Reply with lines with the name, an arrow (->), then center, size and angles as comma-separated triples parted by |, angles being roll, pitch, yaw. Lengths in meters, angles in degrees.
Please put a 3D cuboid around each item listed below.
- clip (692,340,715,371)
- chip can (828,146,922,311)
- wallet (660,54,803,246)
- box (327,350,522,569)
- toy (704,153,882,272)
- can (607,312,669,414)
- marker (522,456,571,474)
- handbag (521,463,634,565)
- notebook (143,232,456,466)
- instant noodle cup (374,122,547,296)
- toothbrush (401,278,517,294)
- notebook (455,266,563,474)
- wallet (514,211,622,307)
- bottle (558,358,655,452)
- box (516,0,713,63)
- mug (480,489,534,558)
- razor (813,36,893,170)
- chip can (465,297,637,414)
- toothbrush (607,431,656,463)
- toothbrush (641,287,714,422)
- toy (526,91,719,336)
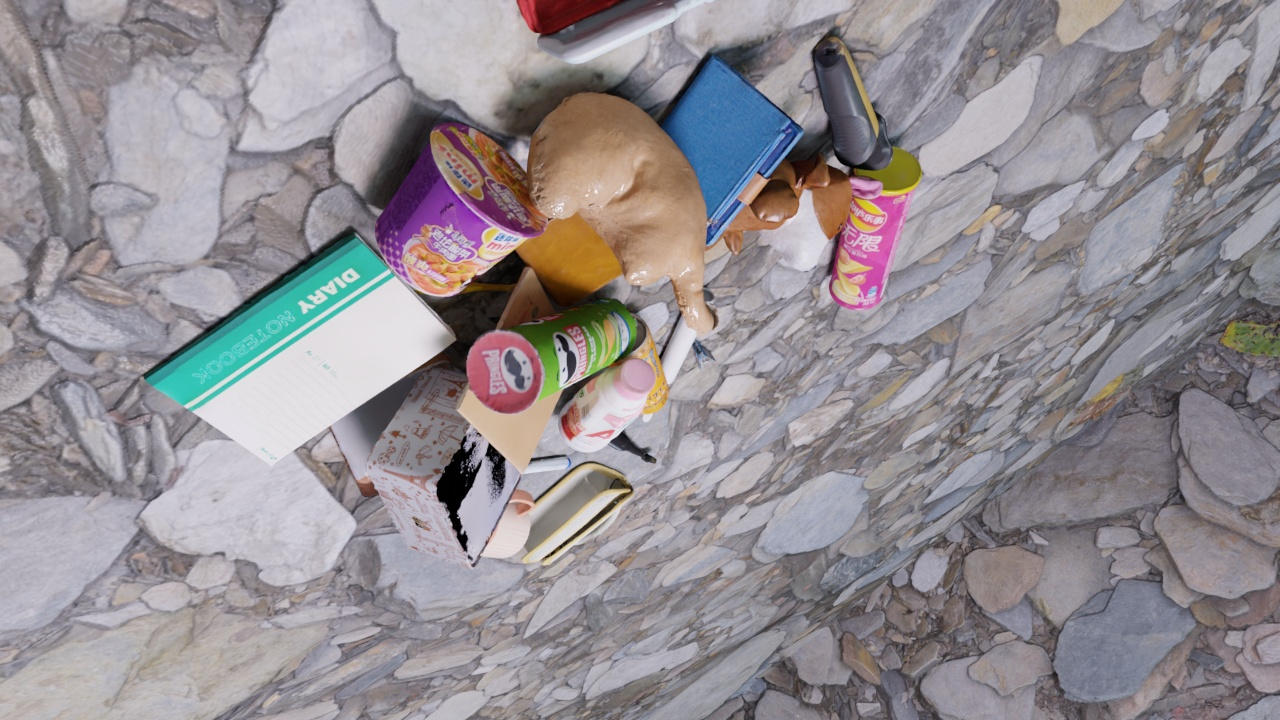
clip -> 0.075, -0.006, 1.138 | 0.028, 0.024, 0.057 | -32, 156, 3
chip can -> 0.268, -0.148, 1.071 | 0.071, 0.071, 0.211 | -25, 149, -15
wallet -> 0.064, -0.182, 0.804 | 0.133, 0.106, 0.040 | -51, 172, 26
box -> -0.226, 0.087, 0.922 | 0.182, 0.168, 0.150 | 86, 23, -51
toy -> 0.143, -0.150, 0.907 | 0.140, 0.130, 0.199 | -12, 179, 40
can -> -0.006, 0.006, 1.040 | 0.058, 0.058, 0.146 | -31, 149, -6
marker -> -0.146, 0.132, 1.127 | 0.145, 0.017, 0.017 | -2, 137, -42
handbag -> -0.079, 0.223, 1.283 | 0.163, 0.063, 0.178 | -40, 153, 13
notebook -> -0.283, -0.004, 0.784 | 0.209, 0.012, 0.150 | -34, 139, 2
instant noodle cup -> -0.143, -0.109, 0.709 | 0.099, 0.111, 0.111 | -41, 150, 26
toothbrush -> -0.169, -0.063, 0.827 | 0.191, 0.018, 0.016 | -3, 136, -42
notebook -> -0.114, 0.017, 0.898 | 0.208, 0.008, 0.147 | 68, 43, -66
wallet -> -0.049, -0.112, 0.856 | 0.119, 0.035, 0.131 | -34, 151, 0
bottle -> -0.034, 0.046, 0.999 | 0.068, 0.068, 0.197 | -18, 168, -25
box -> 0.018, -0.271, 0.634 | 0.201, 0.099, 0.095 | -29, 150, -10
mug -> -0.180, 0.187, 1.102 | 0.115, 0.081, 0.106 | -30, 153, 15
razor -> 0.205, -0.249, 0.896 | 0.067, 0.062, 0.167 | -62, 146, -13
chip can -> -0.073, -0.011, 0.853 | 0.072, 0.072, 0.235 | -47, 173, 21
toothbrush -> -0.027, 0.105, 1.191 | 0.212, 0.027, 0.026 | 40, 66, -58
toothbrush -> 0.038, 0.000, 1.105 | 0.026, 0.026, 0.222 | 18, 132, -7
toy -> 0.005, -0.121, 0.754 | 0.226, 0.143, 0.083 | 40, 151, -23
